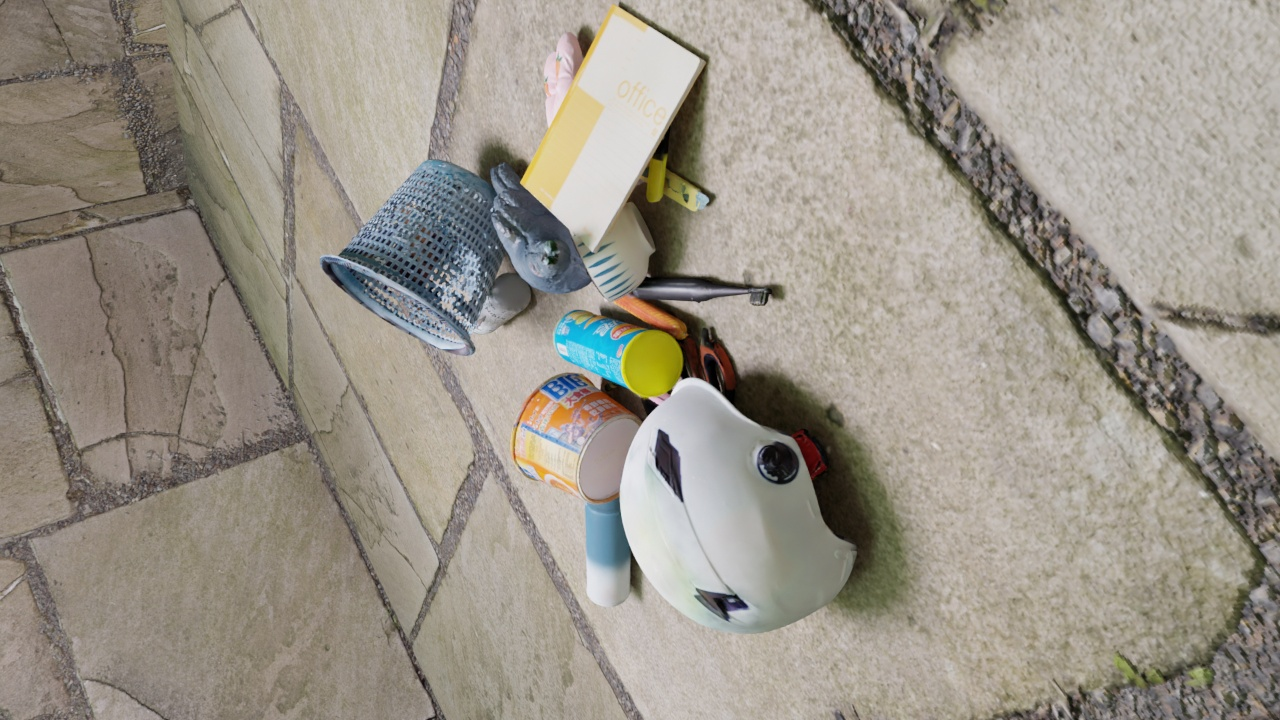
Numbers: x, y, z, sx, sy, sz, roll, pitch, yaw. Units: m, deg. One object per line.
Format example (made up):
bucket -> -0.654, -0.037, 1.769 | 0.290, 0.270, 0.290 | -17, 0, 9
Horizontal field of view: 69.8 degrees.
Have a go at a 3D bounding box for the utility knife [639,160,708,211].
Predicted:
utility knife -> 0.019, -0.190, 0.939 | 0.163, 0.018, 0.031 | 36, 140, 37

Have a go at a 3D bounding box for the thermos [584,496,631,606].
thermos -> -0.046, 0.242, 1.267 | 0.070, 0.070, 0.221 | 37, 138, 42

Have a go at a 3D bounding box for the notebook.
notebook -> -0.034, -0.229, 0.902 | 0.146, 0.010, 0.207 | 46, 114, 34

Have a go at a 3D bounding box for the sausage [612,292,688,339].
sausage -> 0.006, -0.055, 1.023 | 0.165, 0.021, 0.021 | 35, 136, 52

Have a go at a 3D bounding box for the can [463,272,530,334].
can -> -0.210, -0.080, 1.330 | 0.147, 0.058, 0.058 | -24, 88, 60

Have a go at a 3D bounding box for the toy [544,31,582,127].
toy -> -0.072, -0.267, 0.996 | 0.121, 0.054, 0.159 | 158, 97, -69

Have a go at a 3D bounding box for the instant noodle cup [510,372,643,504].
instant noodle cup -> -0.070, 0.103, 1.146 | 0.111, 0.151, 0.151 | 25, 130, 39

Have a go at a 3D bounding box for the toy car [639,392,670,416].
toy car -> 0.037, 0.063, 1.048 | 0.122, 0.037, 0.056 | 29, 142, 62

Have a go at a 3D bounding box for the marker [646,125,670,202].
marker -> 0.021, -0.217, 0.902 | 0.018, 0.015, 0.124 | 31, 123, 40

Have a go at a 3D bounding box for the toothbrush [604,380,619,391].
toothbrush -> -0.007, 0.006, 1.099 | 0.186, 0.017, 0.012 | 144, 135, -59

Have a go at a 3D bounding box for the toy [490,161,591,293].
toy -> -0.111, -0.141, 1.059 | 0.138, 0.091, 0.356 | 51, -177, -27

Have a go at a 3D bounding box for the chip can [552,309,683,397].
chip can -> -0.031, -0.013, 1.046 | 0.210, 0.071, 0.071 | 21, 126, 63

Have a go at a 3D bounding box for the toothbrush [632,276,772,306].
toothbrush -> 0.060, -0.070, 0.934 | 0.213, 0.026, 0.027 | 10, 78, 56

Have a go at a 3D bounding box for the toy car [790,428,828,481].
toy car -> 0.147, 0.107, 0.904 | 0.049, 0.031, 0.107 | 57, 146, 17

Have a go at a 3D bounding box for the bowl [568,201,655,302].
bowl -> -0.026, -0.128, 0.974 | 0.116, 0.066, 0.116 | 61, -168, -24

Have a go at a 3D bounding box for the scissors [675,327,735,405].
scissors -> 0.094, 0.067, 0.978 | 0.206, 0.015, 0.194 | 46, 143, 33

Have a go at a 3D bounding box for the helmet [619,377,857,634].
helmet -> 0.065, 0.160, 0.897 | 0.258, 0.145, 0.230 | 56, 154, 1

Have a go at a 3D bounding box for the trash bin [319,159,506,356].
trash bin -> -0.270, -0.145, 1.209 | 0.226, 0.194, 0.227 | 27, 165, 8
